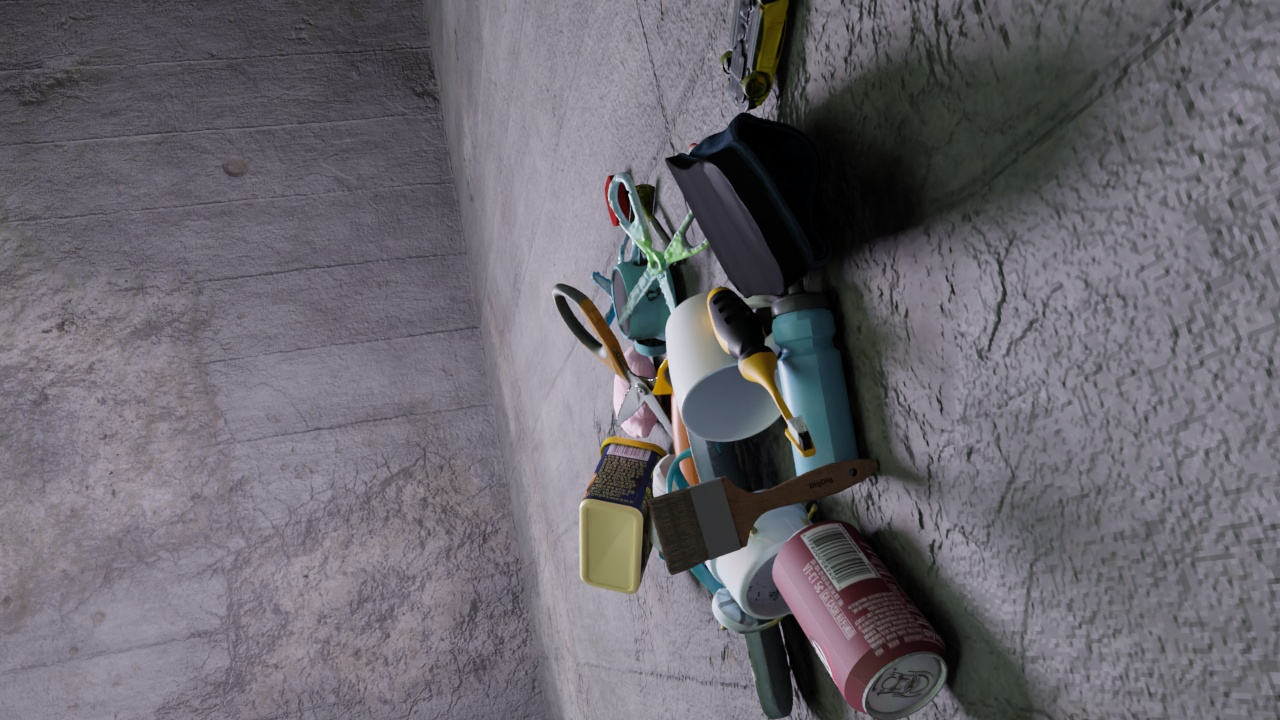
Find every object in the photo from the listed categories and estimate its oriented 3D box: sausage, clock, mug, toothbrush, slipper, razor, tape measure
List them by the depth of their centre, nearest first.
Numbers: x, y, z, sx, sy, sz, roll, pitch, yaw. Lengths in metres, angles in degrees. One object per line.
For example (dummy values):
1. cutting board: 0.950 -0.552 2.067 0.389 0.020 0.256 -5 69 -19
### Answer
1. slipper: 0.079 -0.102 0.574 0.109 0.083 0.265 59 180 -9
2. toothbrush: 0.073 0.001 0.575 0.196 0.031 0.031 -110 4 -58
3. clock: 0.090 0.149 0.655 0.057 0.083 0.118 -129 34 -51
4. mug: 0.070 -0.010 0.676 0.114 0.081 0.087 -49 35 29
5. slipper: 0.066 0.152 0.740 0.098 0.055 0.268 -3 -104 -69
6. sausage: 0.055 0.095 0.804 0.039 0.044 0.164 -24 -75 -62
7. razor: 0.018 -0.125 0.888 0.043 0.026 0.105 98 154 -42
8. clock: 0.004 -0.054 0.914 0.124 0.053 0.090 102 155 -59
9. tape measure: -0.025 -0.175 1.019 0.059 0.019 0.051 133 126 -80

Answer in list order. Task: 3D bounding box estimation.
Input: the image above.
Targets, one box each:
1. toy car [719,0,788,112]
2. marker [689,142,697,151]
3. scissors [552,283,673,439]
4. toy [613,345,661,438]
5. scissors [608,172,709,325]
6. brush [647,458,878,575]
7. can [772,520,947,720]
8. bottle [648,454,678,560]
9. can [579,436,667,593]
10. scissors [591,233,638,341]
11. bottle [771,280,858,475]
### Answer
1. toy car: 0.076 -0.215 0.600 0.049 0.030 0.107 -116 25 -45
2. marker: 0.064 -0.133 0.725 0.013 0.012 0.142 96 159 -43
3. scissors: -0.004 0.006 0.878 0.230 0.016 0.226 45 147 2
4. toy: -0.003 0.042 0.993 0.093 0.050 0.102 -121 30 -62
5. scissors: 0.012 -0.090 0.814 0.165 0.024 0.172 45 133 6
6. brush: 0.077 0.081 0.544 0.008 0.143 0.045 160 93 -76
7. can: 0.128 0.151 0.546 0.114 0.063 0.063 -121 27 -56
8. bottle: 0.032 0.156 0.937 0.044 0.044 0.136 -114 21 -46
9. can: -0.020 0.170 1.000 0.104 0.075 0.135 -66 -17 -53
10. scissors: -0.018 -0.066 0.970 0.140 0.011 0.133 66 -145 -46
11. bottle: 0.109 0.013 0.584 0.040 0.040 0.130 159 102 -75
